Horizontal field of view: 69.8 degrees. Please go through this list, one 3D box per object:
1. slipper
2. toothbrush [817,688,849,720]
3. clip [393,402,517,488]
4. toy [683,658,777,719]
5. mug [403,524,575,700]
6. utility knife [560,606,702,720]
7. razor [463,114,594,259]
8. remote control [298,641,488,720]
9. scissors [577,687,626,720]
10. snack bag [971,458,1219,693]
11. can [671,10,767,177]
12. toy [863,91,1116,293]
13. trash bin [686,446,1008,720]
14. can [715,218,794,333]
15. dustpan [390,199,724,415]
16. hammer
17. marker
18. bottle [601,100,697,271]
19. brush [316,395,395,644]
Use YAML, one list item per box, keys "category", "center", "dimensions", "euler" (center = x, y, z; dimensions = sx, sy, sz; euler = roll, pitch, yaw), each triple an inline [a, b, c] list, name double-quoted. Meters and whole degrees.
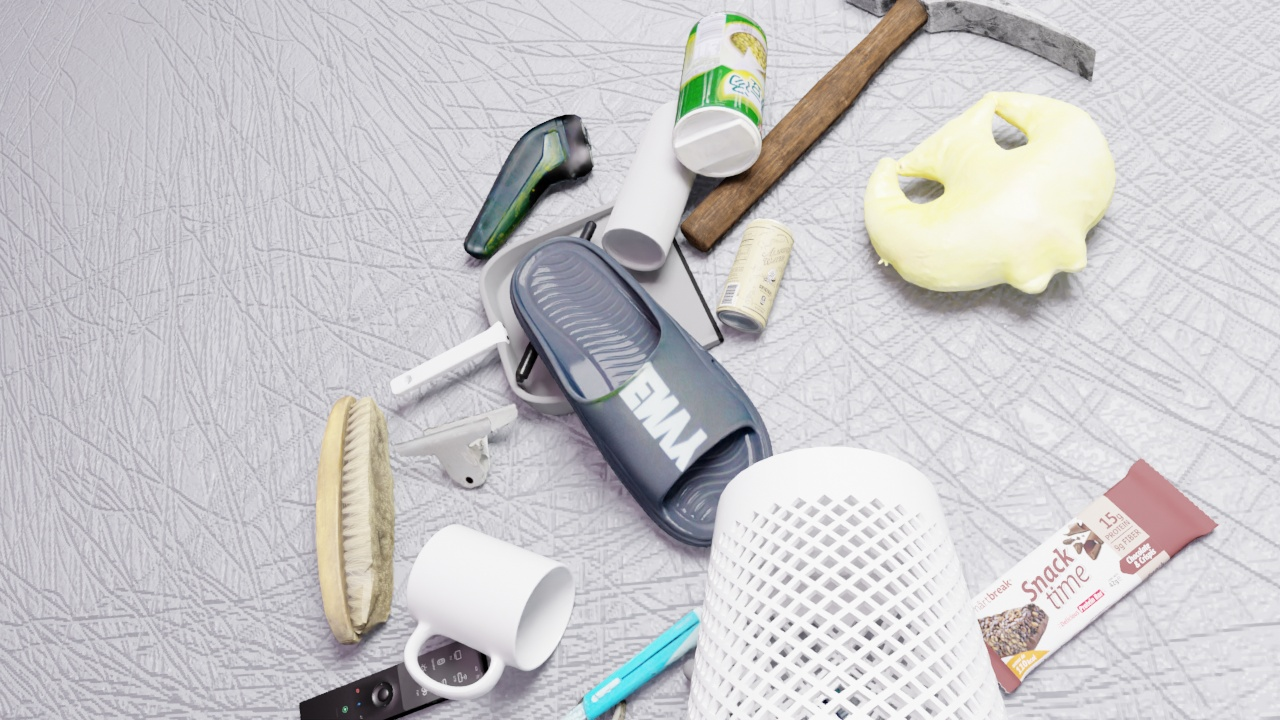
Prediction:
- category: "slipper"
  center: [-0.004, 0.004, 0.648]
  dimensions: [0.110, 0.083, 0.268]
  euler: [-36, 70, -7]
- category: "toothbrush"
  center: [0.164, 0.267, 0.521]
  dimensions: [0.017, 0.016, 0.189]
  euler: [-33, 58, -9]
- category: "clip"
  center: [-0.138, 0.065, 0.712]
  dimensions: [0.102, 0.052, 0.057]
  euler: [-16, 48, 31]
- category: "toy"
  center: [0.071, 0.223, 0.567]
  dimensions: [0.049, 0.030, 0.111]
  euler: [-35, 53, -17]
- category: "mug"
  center: [-0.111, 0.176, 0.625]
  dimensions: [0.091, 0.074, 0.110]
  euler: [14, 56, 26]
- category: "utility knife"
  center: [-0.023, 0.222, 0.599]
  dimensions: [0.178, 0.015, 0.022]
  euler: [-36, 46, -7]
- category: "razor"
  center: [-0.096, -0.147, 0.795]
  dimensions: [0.067, 0.054, 0.151]
  euler: [35, 88, 13]
- category: "remote control"
  center: [-0.179, 0.240, 0.662]
  dimensions: [0.150, 0.013, 0.034]
  euler: [-23, 60, 9]
- category: "scissors"
  center: [-0.019, 0.288, 0.579]
  dimensions: [0.166, 0.012, 0.157]
  euler: [-17, 59, 12]
- category: "snack bag"
  center: [0.261, 0.127, 0.550]
  dimensions: [0.158, 0.013, 0.057]
  euler: [-38, 58, 0]
- category: "can"
  center: [0.063, -0.206, 0.712]
  dimensions: [0.067, 0.067, 0.120]
  euler: [-4, 54, 19]
- category: "toy"
  center: [0.243, -0.109, 0.636]
  dimensions: [0.170, 0.064, 0.154]
  euler: [-31, 60, 9]
- category: "trash bin"
  center: [0.105, 0.165, 0.488]
  dimensions: [0.196, 0.196, 0.199]
  euler: [-10, 44, 16]
- category: "can"
  center: [0.087, -0.064, 0.689]
  dimensions: [0.038, 0.038, 0.079]
  euler: [13, 72, 25]
- category: "dustpan"
  center: [-0.082, -0.029, 0.739]
  dimensions: [0.258, 0.033, 0.163]
  euler: [-27, 60, 7]
- category: "hammer"
  center: [0.168, -0.180, 0.715]
  dimensions: [0.300, 0.037, 0.218]
  euler: [-46, 60, -4]
- category: "marker"
  center: [-0.066, -0.049, 0.725]
  dimensions: [0.011, 0.011, 0.151]
  euler: [11, 65, 25]
- category: "bottle"
  center: [0.023, -0.165, 0.747]
  dimensions: [0.052, 0.052, 0.194]
  euler: [6, 59, 23]
- category: "brush"
  center: [-0.218, 0.118, 0.708]
  dimensions: [0.043, 0.059, 0.195]
  euler: [-11, 65, 6]
